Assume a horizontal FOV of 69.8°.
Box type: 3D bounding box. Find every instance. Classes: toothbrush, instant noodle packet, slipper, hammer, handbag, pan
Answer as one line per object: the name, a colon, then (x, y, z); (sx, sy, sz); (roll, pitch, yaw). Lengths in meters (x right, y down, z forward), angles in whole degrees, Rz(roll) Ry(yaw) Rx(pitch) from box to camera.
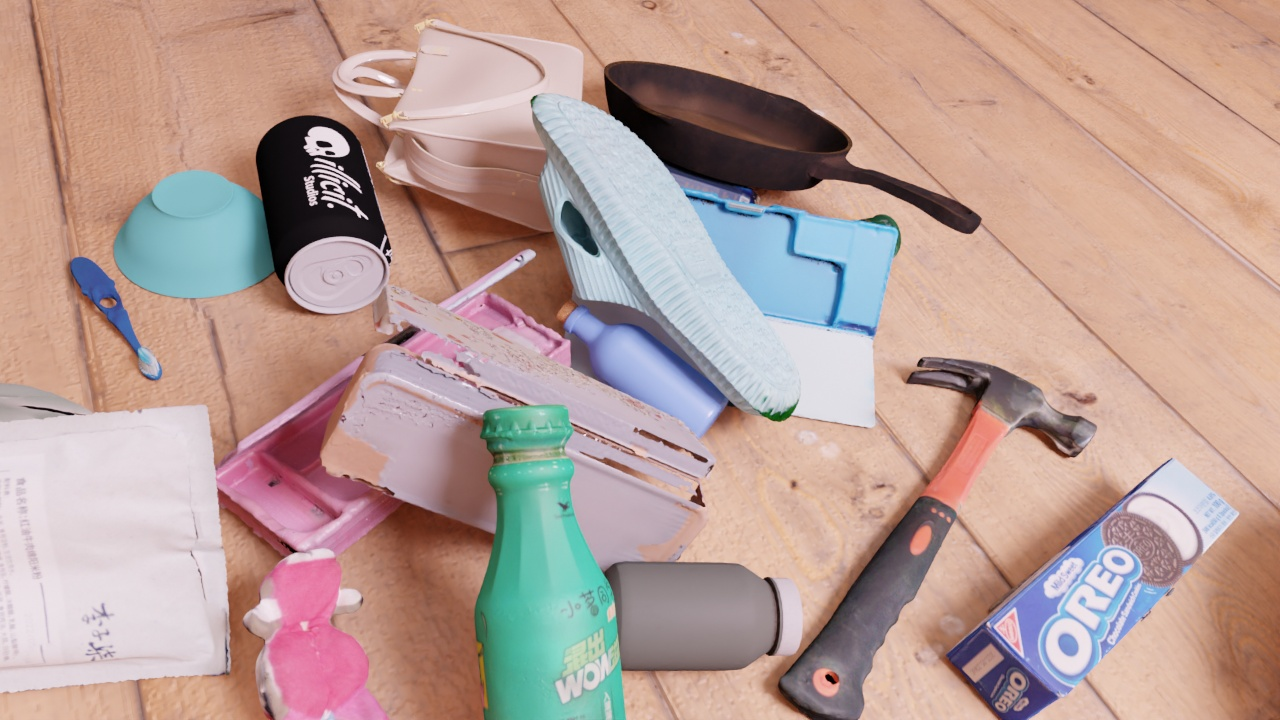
toothbrush: (-0.357, -0.033, 0.622); (0.021, 0.016, 0.132); (-28, 60, -35)
instant noodle packet: (-0.345, 0.098, 0.441); (0.269, 0.147, 0.057); (-3, 15, -14)
slipper: (0.009, -0.065, 0.632); (0.276, 0.070, 0.115); (54, 33, 5)
hammer: (0.191, 0.107, 0.611); (0.133, 0.033, 0.332); (35, 51, 16)
handbag: (-0.152, -0.207, 0.755); (0.197, 0.101, 0.194); (12, 44, -12)
pan: (0.122, -0.178, 0.793); (0.356, 0.043, 0.248); (33, 32, 26)

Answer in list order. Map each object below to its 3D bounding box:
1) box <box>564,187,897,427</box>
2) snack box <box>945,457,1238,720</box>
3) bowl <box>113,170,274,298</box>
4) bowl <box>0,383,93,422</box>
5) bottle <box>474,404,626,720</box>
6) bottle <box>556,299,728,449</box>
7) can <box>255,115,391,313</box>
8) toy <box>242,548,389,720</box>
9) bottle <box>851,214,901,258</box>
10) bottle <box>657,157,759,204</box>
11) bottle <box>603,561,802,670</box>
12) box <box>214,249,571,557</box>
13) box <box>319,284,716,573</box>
box: (0.066, -0.044, 0.710); (0.243, 0.064, 0.174); (10, 76, -4)
snack box: (0.292, 0.141, 0.584); (0.225, 0.060, 0.059); (-25, 62, -30)
bowl: (-0.324, -0.105, 0.673); (0.121, 0.046, 0.121); (6, 47, -7)
bowl: (-0.374, 0.065, 0.495); (0.174, 0.068, 0.173); (6, 50, -8)
bottle: (-0.045, 0.126, 0.443); (0.068, 0.068, 0.209); (-5, 84, -17)
bottle: (-0.004, 0.004, 0.634); (0.131, 0.048, 0.047); (38, 51, 9)
can: (-0.234, -0.110, 0.675); (0.080, 0.080, 0.146); (-10, 51, -21)
toy: (-0.173, 0.152, 0.476); (0.065, 0.050, 0.102); (-2, 76, -41)
bottle: (0.167, -0.097, 0.782); (0.109, 0.043, 0.042); (-12, 52, -22)
bottle: (0.018, -0.141, 0.777); (0.161, 0.056, 0.056); (19, 47, 5)
bottle: (0.033, 0.144, 0.519); (0.108, 0.060, 0.060); (3, 48, -10)
box: (-0.149, 0.011, 0.568); (0.099, 0.099, 0.231); (31, 49, 25)
box: (-0.065, 0.051, 0.524); (0.216, 0.107, 0.095); (26, -1, -23)
